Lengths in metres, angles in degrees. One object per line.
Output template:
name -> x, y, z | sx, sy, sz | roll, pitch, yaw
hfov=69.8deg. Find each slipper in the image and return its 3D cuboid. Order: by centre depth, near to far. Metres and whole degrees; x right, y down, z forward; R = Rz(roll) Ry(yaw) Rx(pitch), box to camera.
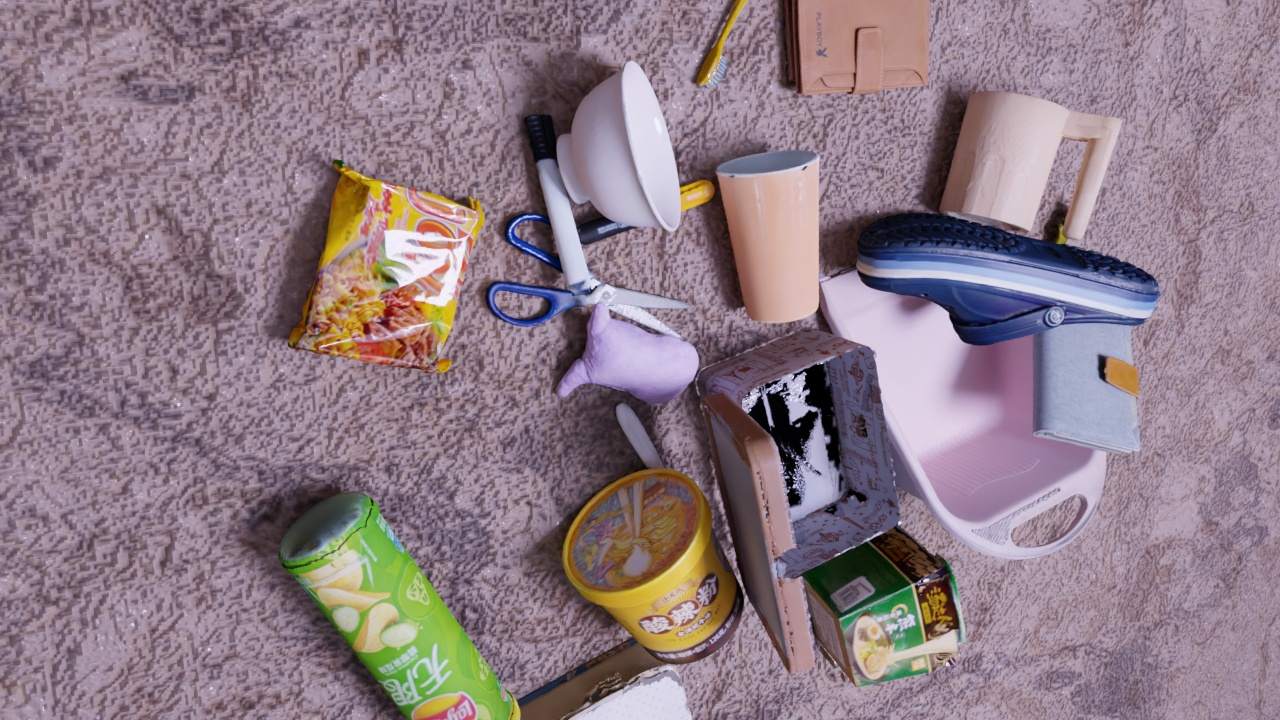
slipper -> 0.300, -0.061, 0.777 | 0.253, 0.105, 0.095 | 9, 112, -2

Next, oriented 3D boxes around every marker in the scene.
marker -> -0.057, -0.110, 0.651 | 0.018, 0.023, 0.131 | -23, 101, -42
marker -> 0.005, -0.112, 0.690 | 0.123, 0.015, 0.018 | -24, 108, -24

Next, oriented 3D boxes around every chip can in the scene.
chip can -> -0.167, 0.192, 0.648 | 0.072, 0.073, 0.221 | -35, 114, -16

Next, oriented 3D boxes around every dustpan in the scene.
dustpan -> 0.305, 0.024, 0.805 | 0.222, 0.139, 0.273 | -24, 111, -20

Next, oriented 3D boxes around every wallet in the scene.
wallet -> 0.175, -0.269, 0.736 | 0.131, 0.031, 0.108 | -10, 104, -23
wallet -> 0.398, 0.012, 0.814 | 0.106, 0.037, 0.129 | 12, 71, -14

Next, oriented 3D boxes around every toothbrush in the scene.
toothbrush -> 0.091, -0.292, 0.697 | 0.018, 0.016, 0.191 | 28, 89, -39
toothbrush -> 0.023, 0.107, 0.757 | 0.016, 0.016, 0.180 | -36, 113, -17

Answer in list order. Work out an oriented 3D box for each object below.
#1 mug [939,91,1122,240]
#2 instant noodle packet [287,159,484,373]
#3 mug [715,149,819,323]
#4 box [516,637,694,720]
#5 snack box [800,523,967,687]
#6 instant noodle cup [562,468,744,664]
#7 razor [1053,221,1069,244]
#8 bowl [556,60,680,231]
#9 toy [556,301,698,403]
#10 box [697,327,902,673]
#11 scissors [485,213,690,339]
mug -> 0.331, -0.165, 0.789 | 0.084, 0.125, 0.103 | -2, 108, -66
instant noodle packet -> -0.163, -0.058, 0.610 | 0.110, 0.044, 0.128 | 14, 95, -32
mug -> 0.105, -0.096, 0.719 | 0.078, 0.078, 0.123 | -19, 115, -22
box -> -0.049, 0.305, 0.743 | 0.184, 0.059, 0.090 | -20, 109, -19
snack box -> 0.213, 0.221, 0.827 | 0.105, 0.118, 0.117 | -21, 111, -10
instant noodle cup -> 0.017, 0.165, 0.713 | 0.118, 0.118, 0.114 | -39, 123, -14
razor -> 0.394, -0.083, 0.892 | 0.143, 0.022, 0.042 | -68, 163, 6
bowl -> -0.020, -0.141, 0.641 | 0.065, 0.118, 0.118 | -13, 112, 16
toy -> -0.004, 0.004, 0.704 | 0.108, 0.039, 0.084 | 14, 119, -32
box -> 0.141, 0.090, 0.715 | 0.156, 0.226, 0.180 | -15, 107, -6
scissors -> -0.034, -0.061, 0.691 | 0.170, 0.012, 0.141 | -18, 109, -24
